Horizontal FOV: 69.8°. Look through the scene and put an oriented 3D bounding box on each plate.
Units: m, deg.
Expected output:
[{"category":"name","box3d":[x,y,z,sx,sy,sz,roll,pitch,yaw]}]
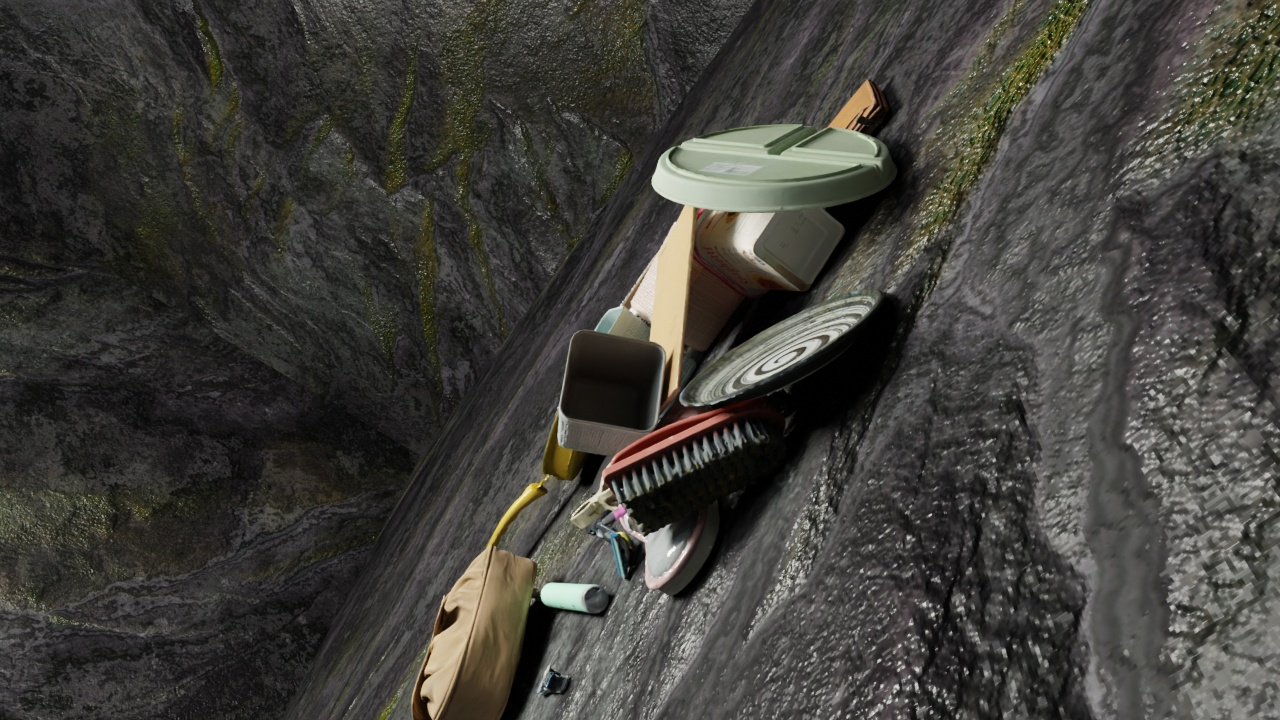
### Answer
[{"category":"plate","box3d":[0.114,-0.004,0.721,0.179,0.024,0.179,-30,8,4]},{"category":"plate","box3d":[0.124,-0.188,0.869,0.229,0.230,0.027,-82,-12,-63]}]

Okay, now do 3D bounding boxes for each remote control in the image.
[{"category":"remote control","box3d":[-0.036,0.136,1.051,0.053,0.024,0.136,-37,24,51]}]

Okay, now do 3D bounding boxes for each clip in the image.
[{"category":"clip","box3d":[-0.085,0.296,0.848,0.024,0.028,0.057,-61,4,-27]},{"category":"clip","box3d":[-0.032,0.146,0.970,0.099,0.035,0.098,-50,17,-3]}]

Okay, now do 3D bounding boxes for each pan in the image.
[{"category":"pan","box3d":[-0.116,0.127,1.193,0.197,0.078,0.357,-28,-40,-81]}]

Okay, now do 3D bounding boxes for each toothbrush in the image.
[{"category":"toothbrush","box3d":[0.045,0.080,0.755,0.189,0.018,0.014,-35,46,1]},{"category":"toothbrush","box3d":[-0.083,0.244,0.951,0.026,0.027,0.225,-57,12,-23]}]

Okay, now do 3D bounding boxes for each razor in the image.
[{"category":"razor","box3d":[-0.026,0.180,0.913,0.143,0.022,0.042,178,80,-79]}]

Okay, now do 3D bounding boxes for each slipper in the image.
[{"category":"slipper","box3d":[0.025,0.105,0.828,0.114,0.054,0.273,-52,14,22]}]

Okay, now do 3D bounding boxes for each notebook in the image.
[{"category":"notebook","box3d":[0.029,-0.047,0.913,0.150,0.012,0.211,121,157,-66]}]

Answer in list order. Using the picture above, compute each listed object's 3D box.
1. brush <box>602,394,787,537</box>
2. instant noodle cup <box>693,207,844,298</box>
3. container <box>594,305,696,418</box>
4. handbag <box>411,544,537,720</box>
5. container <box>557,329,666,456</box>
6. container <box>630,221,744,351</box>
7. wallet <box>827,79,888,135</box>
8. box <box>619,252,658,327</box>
[{"category":"brush","box3d":[0.045,0.074,0.722,0.146,0.063,0.069,-27,40,6]},{"category":"instant noodle cup","box3d":[0.127,-0.125,0.912,0.116,0.116,0.124,-57,25,-2]},{"category":"container","box3d":[-0.006,0.006,1.059,0.090,0.111,0.090,-58,12,-8]},{"category":"handbag","box3d":[-0.180,0.302,0.984,0.148,0.099,0.204,-59,13,34]},{"category":"container","box3d":[-0.032,0.039,0.879,0.114,0.090,0.090,112,168,-67]},{"category":"container","box3d":[0.058,-0.081,1.043,0.111,0.089,0.090,-57,42,9]},{"category":"wallet","box3d":[0.220,-0.239,1.012,0.131,0.035,0.118,-50,8,28]},{"category":"box","box3d":[0.020,-0.096,1.141,0.085,0.075,0.162,42,103,44]}]
